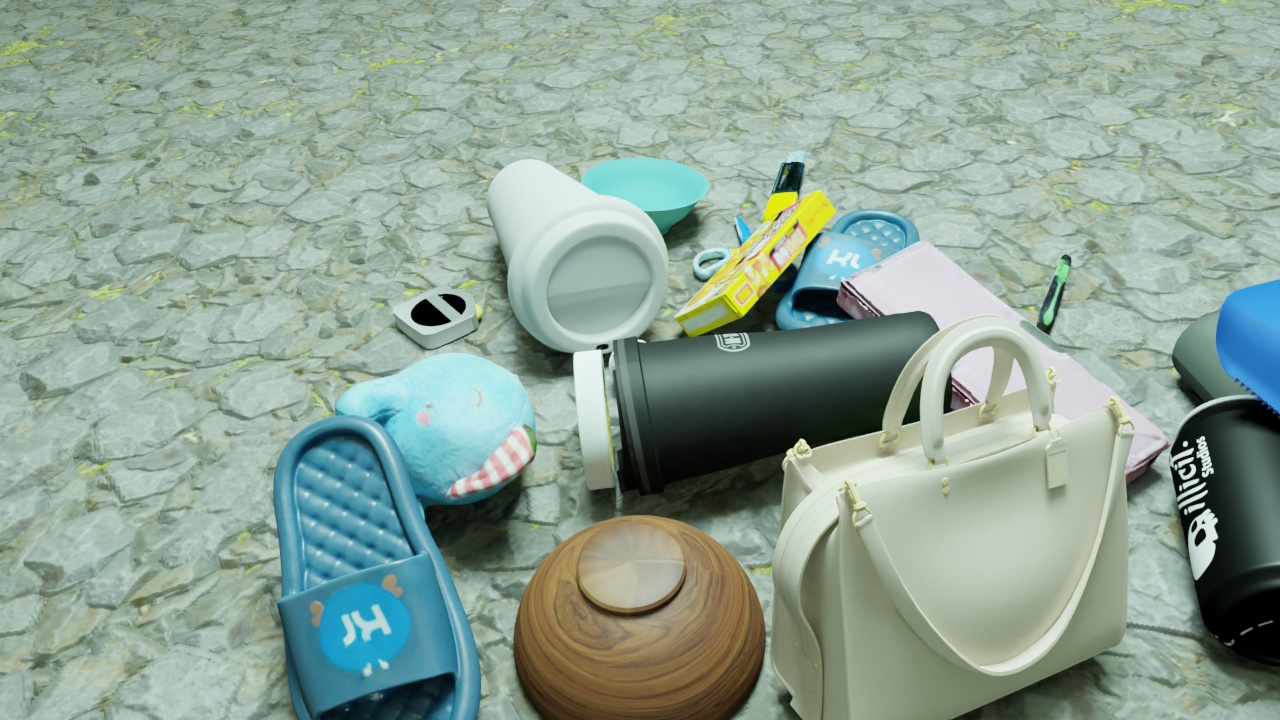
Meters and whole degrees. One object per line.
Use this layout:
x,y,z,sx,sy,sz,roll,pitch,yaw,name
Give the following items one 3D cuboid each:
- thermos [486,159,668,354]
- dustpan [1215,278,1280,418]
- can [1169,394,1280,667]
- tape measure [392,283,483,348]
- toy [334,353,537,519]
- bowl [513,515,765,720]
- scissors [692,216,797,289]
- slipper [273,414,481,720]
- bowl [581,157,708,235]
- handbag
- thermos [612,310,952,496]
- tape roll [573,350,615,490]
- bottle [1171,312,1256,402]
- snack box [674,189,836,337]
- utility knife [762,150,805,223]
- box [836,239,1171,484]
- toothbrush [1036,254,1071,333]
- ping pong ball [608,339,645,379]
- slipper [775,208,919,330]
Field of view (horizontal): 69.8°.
-0.069,-0.104,0.792,0.131,0.132,0.222,-17,32,-14,thermos
0.486,0.047,0.539,0.245,0.060,0.257,-10,45,-40,dustpan
0.354,0.093,0.522,0.080,0.080,0.145,7,40,15,can
-0.175,-0.040,0.800,0.064,0.017,0.065,-30,45,-27,tape measure
-0.158,0.058,0.614,0.180,0.115,0.183,-33,34,-14,toy
-0.003,0.136,0.519,0.147,0.069,0.147,-3,39,2,bowl
0.098,-0.099,0.849,0.125,0.016,0.125,-4,38,-7,scissors
-0.160,0.127,0.510,0.104,0.059,0.213,-23,68,-1,slipper
0.003,-0.152,0.890,0.121,0.046,0.121,2,35,-1,bowl
0.156,0.073,0.458,0.194,0.198,0.101,-14,25,-19,handbag
0.086,0.021,0.609,0.218,0.106,0.105,-10,39,2,thermos
-0.031,0.040,0.621,0.019,0.094,0.093,-6,39,-1,tape roll
0.418,0.017,0.625,0.060,0.060,0.108,-7,38,-3,bottle
0.096,-0.081,0.765,0.151,0.025,0.075,-46,12,-30,snack box
0.150,-0.176,0.928,0.029,0.020,0.197,11,36,10,utility knife
0.247,0.003,0.646,0.098,0.041,0.232,-23,53,-23,box
0.333,-0.040,0.748,0.014,0.017,0.187,19,41,22,toothbrush
-0.004,0.004,0.706,0.040,0.040,0.040,-3,39,2,ping pong ball
0.186,-0.078,0.774,0.104,0.059,0.213,16,42,21,slipper
